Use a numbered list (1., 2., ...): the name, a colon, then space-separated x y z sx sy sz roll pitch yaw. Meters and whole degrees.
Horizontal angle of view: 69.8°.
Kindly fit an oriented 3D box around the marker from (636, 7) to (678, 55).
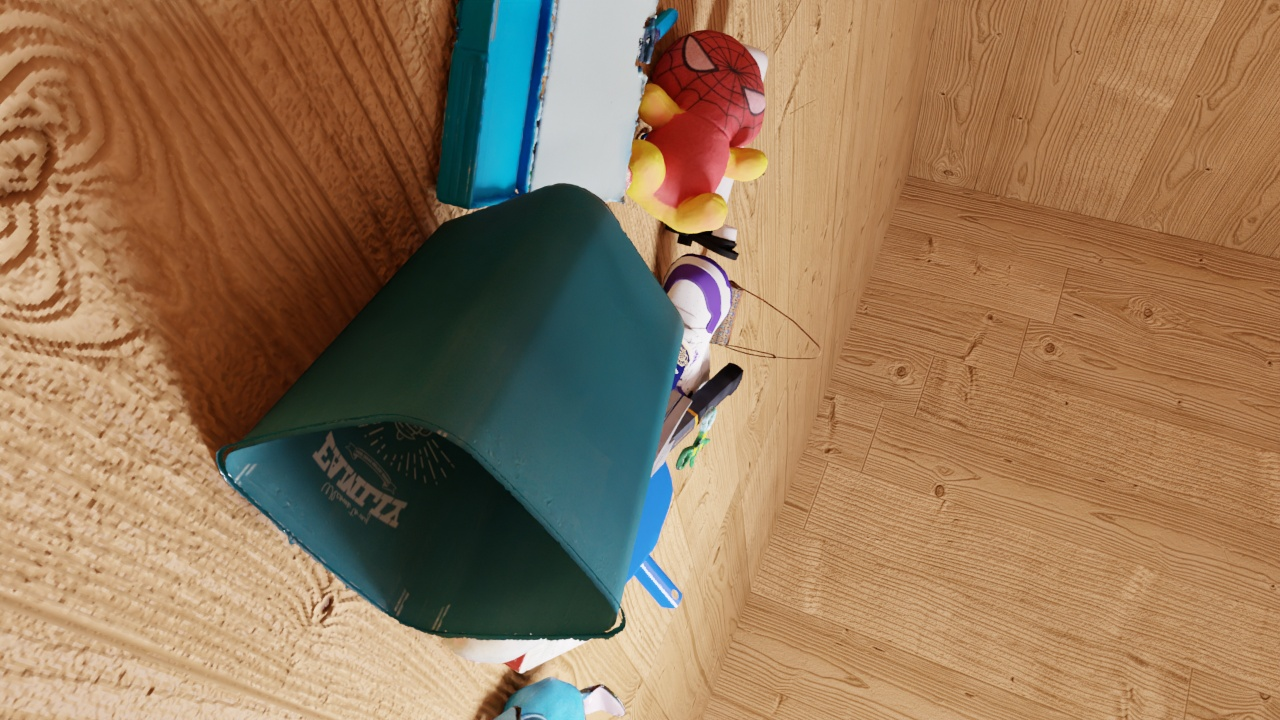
1. marker: 0.003 -0.296 0.850 0.122 0.015 0.018 -55 159 -37

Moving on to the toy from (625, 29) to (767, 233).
1. toy: 0.055 -0.232 0.906 0.147 0.099 0.215 38 60 -28

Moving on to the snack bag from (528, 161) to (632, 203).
1. snack bag: -0.061 -0.156 0.767 0.154 0.044 0.087 -19 133 -61

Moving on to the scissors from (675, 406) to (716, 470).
1. scissors: 0.073 0.092 1.102 0.108 0.012 0.131 -62 166 9

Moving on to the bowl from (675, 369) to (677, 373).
1. bowl: -0.024 -0.054 0.893 0.174 0.068 0.174 -20 88 -87

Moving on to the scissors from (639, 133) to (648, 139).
1. scissors: 0.025 -0.231 0.976 0.134 0.016 0.083 -58 155 -36

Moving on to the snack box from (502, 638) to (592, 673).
1. snack box: -0.092 0.304 1.091 0.076 0.044 0.272 -66 162 0

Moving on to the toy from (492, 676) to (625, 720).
1. toy: -0.117 0.456 1.065 0.223 0.099 0.191 4 109 -58

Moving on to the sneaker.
1. sneaker: 0.040 -0.016 1.117 0.110 0.092 0.245 -52 158 -39

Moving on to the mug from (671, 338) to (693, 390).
1. mug: -0.006 0.006 1.020 0.112 0.086 0.089 46 60 -30

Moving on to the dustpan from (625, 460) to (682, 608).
1. dustpan: -0.011 0.204 1.081 0.257 0.060 0.244 53 47 -25

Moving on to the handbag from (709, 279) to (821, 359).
1. handbag: 0.156 -0.049 1.241 0.043 0.196 0.094 -25 133 -59

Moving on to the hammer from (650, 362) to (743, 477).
1. hammer: 0.058 0.069 1.091 0.311 0.035 0.140 -34 151 -61

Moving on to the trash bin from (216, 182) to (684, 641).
1. trash bin: -0.088 0.026 0.564 0.196 0.200 0.218 54 41 -32

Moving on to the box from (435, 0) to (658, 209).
1. box: -0.065 -0.231 0.639 0.175 0.060 0.244 -12 120 -50

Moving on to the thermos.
1. thermos: 0.097 -0.238 1.044 0.068 0.101 0.230 -1 109 -57

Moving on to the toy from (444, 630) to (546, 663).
1. toy: -0.122 0.226 0.853 0.138 0.101 0.180 -47 169 -29
